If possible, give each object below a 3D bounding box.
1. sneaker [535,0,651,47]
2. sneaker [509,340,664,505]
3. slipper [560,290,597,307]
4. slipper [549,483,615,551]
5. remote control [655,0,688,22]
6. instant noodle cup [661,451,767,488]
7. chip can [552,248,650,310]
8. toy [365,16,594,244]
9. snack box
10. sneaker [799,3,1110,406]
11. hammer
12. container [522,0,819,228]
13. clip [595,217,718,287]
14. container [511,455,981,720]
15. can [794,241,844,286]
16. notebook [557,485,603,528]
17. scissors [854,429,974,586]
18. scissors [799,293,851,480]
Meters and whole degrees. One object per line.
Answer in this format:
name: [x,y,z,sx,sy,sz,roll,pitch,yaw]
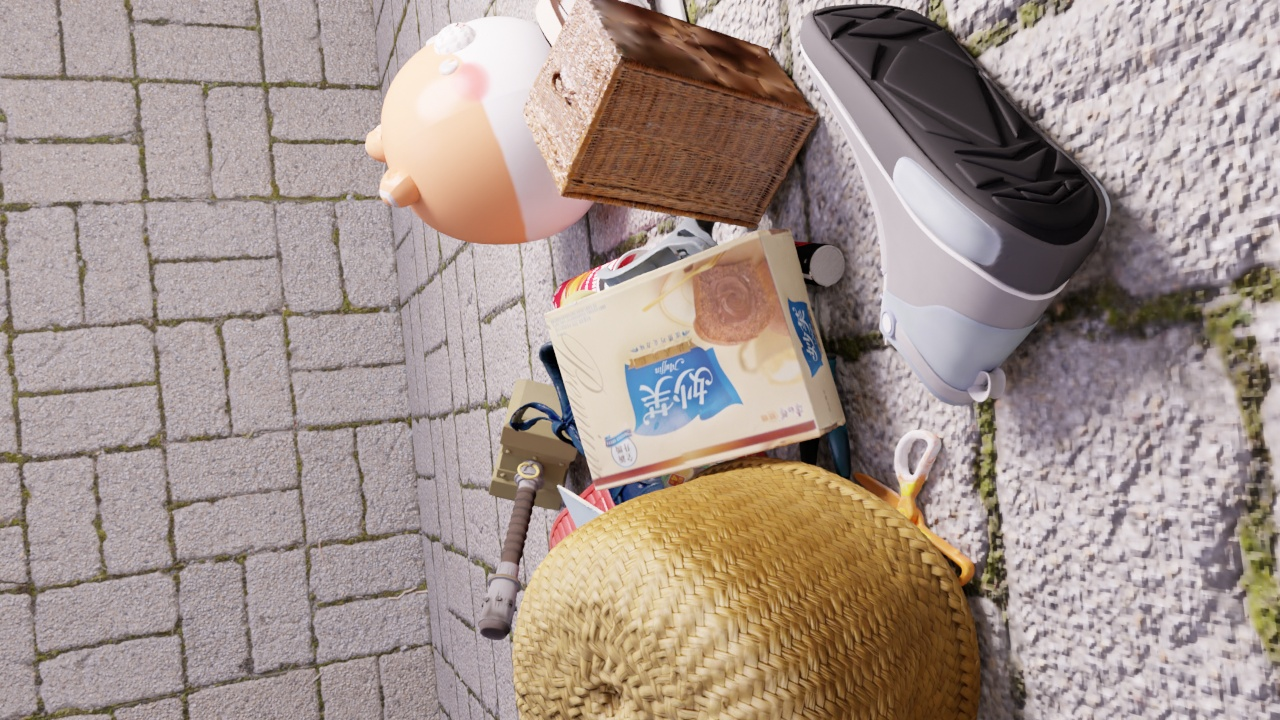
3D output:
sneaker: [-0.012,-0.312,0.914,0.117,0.111,0.293,-52,44,39]
sneaker: [-0.047,0.086,0.999,0.121,0.127,0.294,-52,48,32]
slipper: [-0.006,0.005,0.927,0.082,0.091,0.190,-26,100,43]
slipper: [-0.035,0.197,1.116,0.250,0.059,0.103,-50,48,39]
remote control: [0.035,-0.318,0.901,0.045,0.008,0.146,143,120,-63]
instant noodle cup: [0.062,0.136,0.831,0.113,0.100,0.100,98,155,-46]
chip can: [-0.038,-0.075,1.048,0.221,0.069,0.069,172,93,-68]
toy: [-0.179,-0.266,1.083,0.262,0.280,0.266,-120,13,-46]
snack box: [0.036,0.004,0.710,0.208,0.055,0.153,-18,87,33]
sneaker: [0.161,-0.099,0.564,0.161,0.093,0.256,97,157,-45]
hammer: [-0.154,0.203,1.176,0.191,0.100,0.324,110,172,-45]
container: [0.023,-0.191,0.716,0.113,0.198,0.113,-59,39,37]
clip: [0.012,-0.095,0.816,0.165,0.031,0.168,-36,21,23]
container: [0.052,0.228,0.637,0.307,0.196,0.307,16,112,45]
can: [0.123,-0.076,0.713,0.080,0.031,0.031,-157,65,-65]
notebook: [-0.009,0.261,1.001,0.253,0.009,0.181,66,161,-14]
scissors: [0.185,0.102,0.628,0.125,0.011,0.131,-139,50,-57]
scissors: [0.139,0.032,0.713,0.119,0.019,0.151,107,153,-49]
